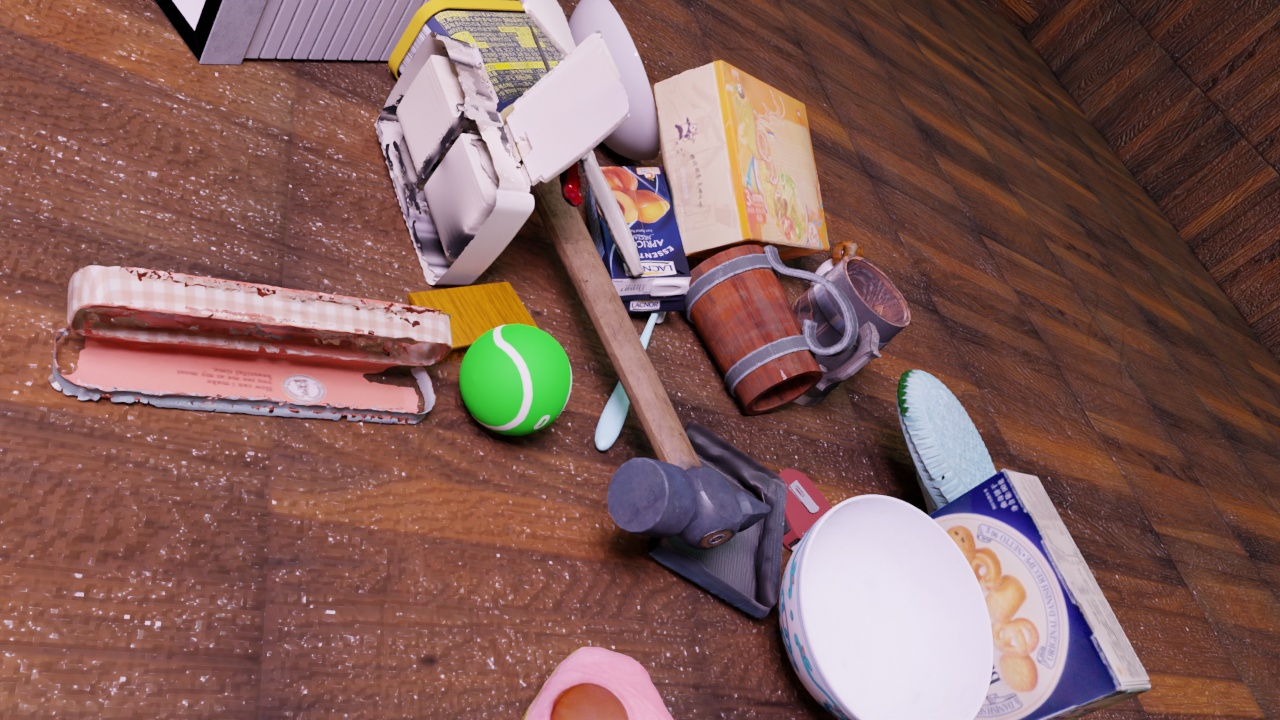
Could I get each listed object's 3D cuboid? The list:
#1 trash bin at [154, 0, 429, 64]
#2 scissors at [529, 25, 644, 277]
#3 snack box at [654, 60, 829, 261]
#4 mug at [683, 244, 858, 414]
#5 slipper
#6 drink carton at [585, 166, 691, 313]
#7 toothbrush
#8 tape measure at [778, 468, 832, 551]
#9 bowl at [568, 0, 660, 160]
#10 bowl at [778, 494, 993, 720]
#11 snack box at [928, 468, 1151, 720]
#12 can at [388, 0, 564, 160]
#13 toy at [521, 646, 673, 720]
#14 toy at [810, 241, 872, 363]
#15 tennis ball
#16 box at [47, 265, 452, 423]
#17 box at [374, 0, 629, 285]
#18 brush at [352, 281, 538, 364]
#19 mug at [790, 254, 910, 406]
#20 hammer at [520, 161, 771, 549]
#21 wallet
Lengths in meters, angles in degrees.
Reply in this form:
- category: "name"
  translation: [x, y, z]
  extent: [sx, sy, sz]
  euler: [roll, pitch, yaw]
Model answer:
- category: "trash bin"
  translation: [-0.217, -0.317, 0.657]
  extent: [0.142, 0.143, 0.246]
  euler: [52, 36, 11]
- category: "scissors"
  translation: [-0.041, -0.142, 0.641]
  extent: [0.179, 0.015, 0.198]
  euler: [60, 13, -23]
- category: "snack box"
  translation: [0.088, -0.160, 0.804]
  extent: [0.194, 0.081, 0.145]
  euler: [-7, 87, -60]
- category: "mug"
  translation: [0.101, -0.031, 0.709]
  extent: [0.081, 0.118, 0.111]
  euler: [11, 49, -57]
- category: "slipper"
  translation: [0.274, 0.127, 0.764]
  extent: [0.276, 0.070, 0.115]
  euler: [48, 33, -21]
- category: "drink carton"
  translation: [-0.005, -0.095, 0.713]
  extent: [0.064, 0.040, 0.129]
  euler: [-3, 51, -10]
- category: "toothbrush"
  translation: [-0.004, 0.004, 0.654]
  extent: [0.016, 0.017, 0.180]
  euler: [14, 39, 7]
- category: "tape measure"
  translation: [0.112, 0.105, 0.662]
  extent: [0.051, 0.019, 0.058]
  euler: [52, 36, 10]
- category: "bowl"
  translation: [-0.033, -0.239, 0.799]
  extent: [0.043, 0.150, 0.149]
  euler: [-24, 66, -8]
- category: "bowl"
  translation: [0.136, 0.163, 0.566]
  extent: [0.143, 0.074, 0.143]
  euler: [13, 60, -24]
- category: "snack box"
  translation: [0.223, 0.169, 0.597]
  extent: [0.042, 0.145, 0.144]
  euler: [13, 46, -38]
- category: "can"
  translation: [-0.110, -0.219, 0.726]
  extent: [0.104, 0.075, 0.134]
  euler: [52, 36, 7]
- category: "toy"
  translation: [-0.007, 0.192, 0.429]
  extent: [0.110, 0.051, 0.089]
  euler: [44, 37, -3]
- category: "toy"
  translation: [0.190, -0.059, 0.856]
  extent: [0.087, 0.067, 0.112]
  euler: [53, 49, -48]
- category: "tennis ball"
  translation: [-0.073, 0.011, 0.535]
  extent: [0.065, 0.066, 0.065]
  euler: [26, 39, -24]
- category: "box"
  translation: [-0.182, -0.005, 0.457]
  extent: [0.186, 0.057, 0.067]
  euler: [6, 82, -39]
- category: "box"
  translation: [-0.087, -0.149, 0.580]
  extent: [0.080, 0.181, 0.143]
  euler: [-2, 62, -44]
- category: "brush"
  translation: [-0.120, -0.022, 0.563]
  extent: [0.126, 0.017, 0.048]
  euler: [-14, 64, -50]
- category: "mug"
  translation: [0.156, -0.013, 0.749]
  extent: [0.080, 0.107, 0.115]
  euler: [31, 37, -17]
- category: "hammer"
  translation: [-0.017, -0.022, 0.600]
  extent: [0.129, 0.040, 0.321]
  euler: [21, 35, -51]
- category: "wallet"
  translation: [0.051, 0.102, 0.598]
  extent: [0.089, 0.026, 0.114]
  euler: [34, 37, -13]
